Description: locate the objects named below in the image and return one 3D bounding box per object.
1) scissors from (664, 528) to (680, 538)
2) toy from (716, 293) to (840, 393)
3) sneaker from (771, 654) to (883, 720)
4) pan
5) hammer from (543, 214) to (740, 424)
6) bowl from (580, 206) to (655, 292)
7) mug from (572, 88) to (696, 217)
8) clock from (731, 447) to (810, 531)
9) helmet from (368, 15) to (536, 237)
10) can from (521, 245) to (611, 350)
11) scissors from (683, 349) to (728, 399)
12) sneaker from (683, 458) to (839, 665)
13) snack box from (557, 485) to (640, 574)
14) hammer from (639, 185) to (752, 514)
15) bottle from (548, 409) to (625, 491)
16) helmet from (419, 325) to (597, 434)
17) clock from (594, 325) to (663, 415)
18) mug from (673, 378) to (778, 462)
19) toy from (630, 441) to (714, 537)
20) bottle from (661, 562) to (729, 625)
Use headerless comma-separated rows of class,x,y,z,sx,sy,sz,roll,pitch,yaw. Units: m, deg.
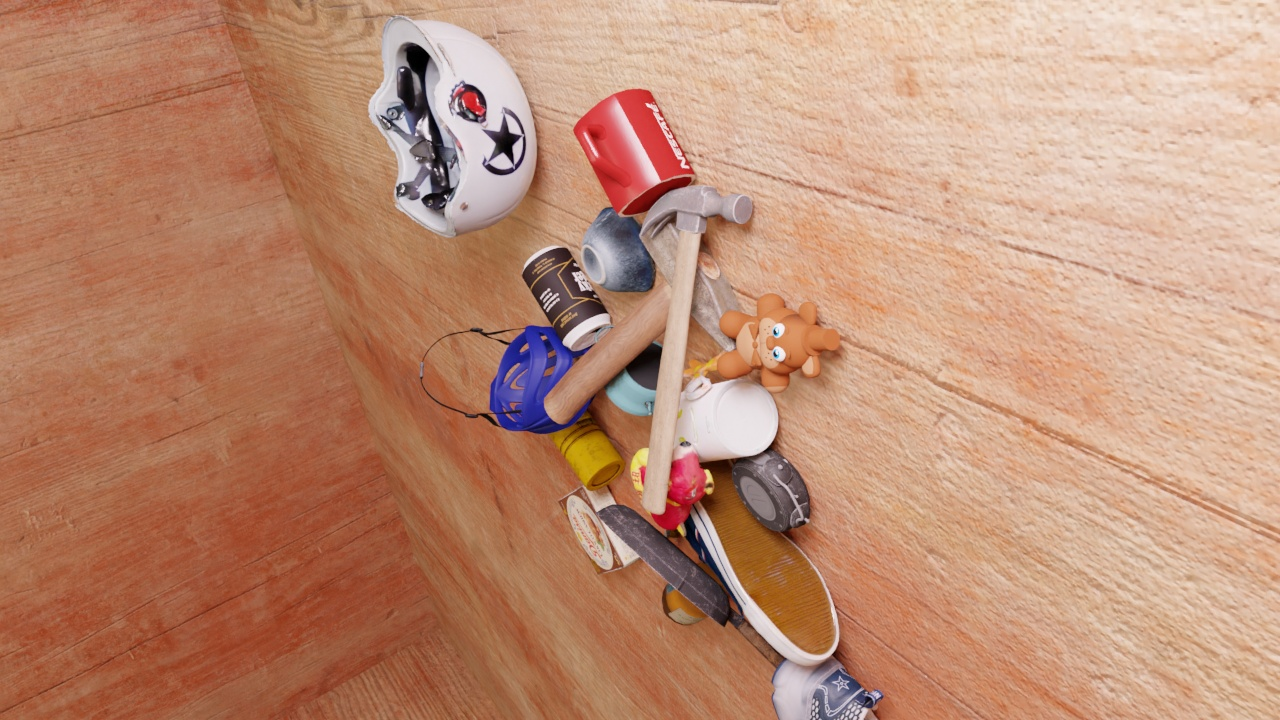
scissors,0.035,0.198,1.242,0.225,0.016,0.166,94,167,-68
toy,0.127,-0.016,0.846,0.128,0.065,0.095,-1,94,61
sneaker,0.234,0.453,1.040,0.132,0.103,0.270,17,125,49
pan,0.090,0.289,1.108,0.357,0.040,0.208,41,174,-7
hammer,-0.015,-0.012,1.014,0.302,0.037,0.158,-42,74,39
bowl,-0.034,-0.121,1.068,0.110,0.055,0.111,44,148,36
mug,-0.014,-0.199,0.888,0.081,0.116,0.096,-31,84,36
clock,0.143,0.135,0.969,0.091,0.043,0.123,62,158,-11
helmet,-0.219,-0.294,1.139,0.237,0.163,0.264,12,117,54
can,-0.097,-0.082,1.201,0.128,0.071,0.072,58,154,14
scissors,0.058,0.019,0.996,0.012,0.083,0.133,47,159,-12
sneaker,0.111,0.229,1.055,0.294,0.120,0.128,54,140,28
snack box,-0.067,0.272,1.497,0.143,0.041,0.147,61,154,6
hammer,0.036,-0.007,0.907,0.119,0.030,0.331,19,108,44
bottle,-0.096,0.110,1.376,0.164,0.071,0.071,51,152,26
helmet,-0.178,0.020,1.271,0.242,0.227,0.147,-24,60,52
clock,-0.007,0.006,1.095,0.124,0.089,0.053,54,141,13
mug,0.084,0.065,0.978,0.106,0.082,0.082,-18,96,64
toy,0.030,0.142,1.000,0.105,0.067,0.138,68,154,5
bottle,0.067,0.328,1.265,0.068,0.067,0.157,58,154,14
